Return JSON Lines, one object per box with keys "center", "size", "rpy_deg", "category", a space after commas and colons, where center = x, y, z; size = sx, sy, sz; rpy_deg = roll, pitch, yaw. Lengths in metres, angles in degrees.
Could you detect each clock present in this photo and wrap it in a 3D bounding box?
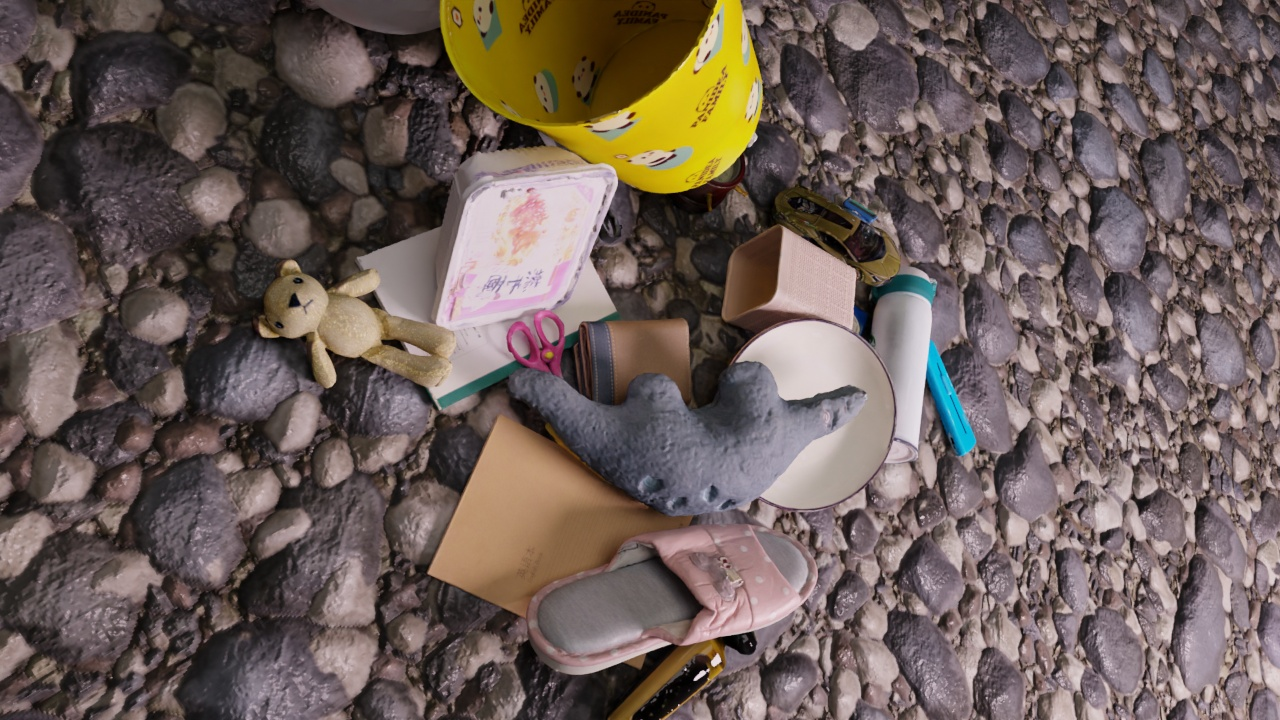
{"center": [0.059, -0.214, 0.964], "size": [0.081, 0.055, 0.122], "rpy_deg": [-27, 87, -33], "category": "clock"}

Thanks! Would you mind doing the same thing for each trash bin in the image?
{"center": [-0.008, -0.268, 0.794], "size": [0.255, 0.230, 0.229], "rpy_deg": [20, 56, -70], "category": "trash bin"}

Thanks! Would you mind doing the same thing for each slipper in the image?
{"center": [0.034, 0.191, 0.781], "size": [0.273, 0.055, 0.114], "rpy_deg": [-9, 44, -25], "category": "slipper"}

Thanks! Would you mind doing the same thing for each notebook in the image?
{"center": [-0.129, -0.063, 0.833], "size": [0.208, 0.012, 0.150], "rpy_deg": [-28, 90, -34], "category": "notebook"}
{"center": [-0.062, 0.159, 0.802], "size": [0.211, 0.012, 0.149], "rpy_deg": [30, 63, -19], "category": "notebook"}

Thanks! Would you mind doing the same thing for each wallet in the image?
{"center": [-0.005, 0.005, 0.865], "size": [0.115, 0.033, 0.090], "rpy_deg": [-5, 92, -31], "category": "wallet"}

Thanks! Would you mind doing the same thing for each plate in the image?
{"center": [0.162, 0.054, 0.921], "size": [0.192, 0.039, 0.192], "rpy_deg": [0, 92, -13], "category": "plate"}

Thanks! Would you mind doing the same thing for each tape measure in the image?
{"center": [0.223, -0.041, 1.022], "size": [0.054, 0.025, 0.058], "rpy_deg": [35, 56, -14], "category": "tape measure"}

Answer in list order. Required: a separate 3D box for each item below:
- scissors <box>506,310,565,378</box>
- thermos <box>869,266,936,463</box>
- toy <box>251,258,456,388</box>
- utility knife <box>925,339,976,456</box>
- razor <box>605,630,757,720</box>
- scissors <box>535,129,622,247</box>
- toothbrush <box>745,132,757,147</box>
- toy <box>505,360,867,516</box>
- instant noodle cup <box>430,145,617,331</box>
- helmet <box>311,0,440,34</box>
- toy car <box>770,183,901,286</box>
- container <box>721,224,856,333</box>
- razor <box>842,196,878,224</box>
{"center": [-0.079, 0.024, 0.825], "size": [0.064, 0.017, 0.135], "rpy_deg": [-22, 97, -34], "category": "scissors"}
{"center": [0.283, -0.001, 1.021], "size": [0.073, 0.073, 0.223], "rpy_deg": [25, 63, -21], "category": "thermos"}
{"center": [-0.224, -0.024, 0.734], "size": [0.157, 0.066, 0.105], "rpy_deg": [21, 82, -15], "category": "toy"}
{"center": [0.347, 0.013, 1.082], "size": [0.034, 0.018, 0.202], "rpy_deg": [-15, 81, -32], "category": "utility knife"}
{"center": [0.037, 0.272, 0.795], "size": [0.167, 0.068, 0.062], "rpy_deg": [-34, 108, -27], "category": "razor"}
{"center": [-0.079, -0.185, 0.887], "size": [0.173, 0.014, 0.142], "rpy_deg": [39, 45, -25], "category": "scissors"}
{"center": [0.062, -0.303, 1.019], "size": [0.181, 0.018, 0.015], "rpy_deg": [41, 62, -11], "category": "toothbrush"}
{"center": [0.055, 0.070, 0.829], "size": [0.355, 0.091, 0.138], "rpy_deg": [0, 86, -20], "category": "toy"}
{"center": [-0.107, -0.108, 0.765], "size": [0.137, 0.174, 0.060], "rpy_deg": [-14, 61, -32], "category": "instant noodle cup"}
{"center": [-0.237, -0.390, 0.796], "size": [0.258, 0.146, 0.228], "rpy_deg": [37, 58, -6], "category": "helmet"}
{"center": [0.218, -0.140, 1.018], "size": [0.158, 0.042, 0.070], "rpy_deg": [31, 59, 9], "category": "toy car"}
{"center": [0.158, -0.070, 0.958], "size": [0.111, 0.090, 0.090], "rpy_deg": [22, 64, -27], "category": "container"}
{"center": [0.218, -0.133, 1.051], "size": [0.043, 0.022, 0.142], "rpy_deg": [35, 60, 16], "category": "razor"}
